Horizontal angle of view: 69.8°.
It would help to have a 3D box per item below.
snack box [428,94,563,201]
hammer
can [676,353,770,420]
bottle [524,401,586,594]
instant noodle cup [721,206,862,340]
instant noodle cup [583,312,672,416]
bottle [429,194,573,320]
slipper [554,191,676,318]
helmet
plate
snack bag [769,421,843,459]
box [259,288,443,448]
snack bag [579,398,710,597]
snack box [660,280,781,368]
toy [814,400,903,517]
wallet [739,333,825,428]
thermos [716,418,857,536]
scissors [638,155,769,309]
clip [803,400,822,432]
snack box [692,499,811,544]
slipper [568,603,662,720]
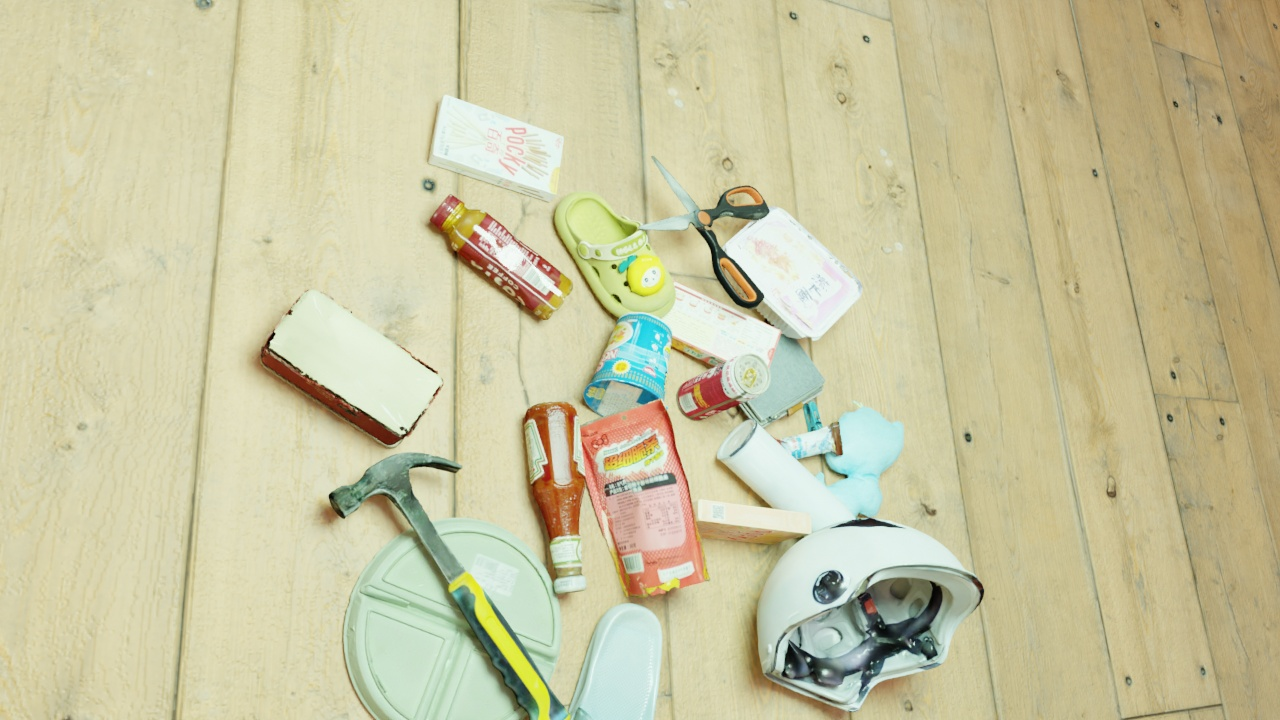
[{"bbox_3d":[-0.172,-0.254,1.107,0.156,0.027,0.084,14,68,-23],"label":"snack box"},{"bbox_3d":[-0.169,0.234,0.919,0.125,0.032,0.323,-34,92,-31],"label":"hammer"},{"bbox_3d":[0.098,0.033,1.099,0.053,0.133,0.053,9,70,-26],"label":"can"},{"bbox_3d":[-0.088,0.149,1.003,0.059,0.060,0.206,0,72,-29],"label":"bottle"},{"bbox_3d":[0.193,-0.107,1.223,0.173,0.060,0.137,45,58,5],"label":"instant noodle cup"},{"bbox_3d":[-0.006,0.006,1.081,0.099,0.099,0.109,27,55,-19],"label":"instant noodle cup"},{"bbox_3d":[-0.160,-0.120,1.052,0.175,0.058,0.057,39,60,-13],"label":"bottle"},{"bbox_3d":[-0.029,-0.130,1.108,0.091,0.082,0.190,-38,88,-20],"label":"slipper"},{"bbox_3d":[0.247,0.272,1.062,0.229,0.259,0.145,30,24,-34],"label":"helmet"},{"bbox_3d":[-0.183,0.274,0.935,0.230,0.028,0.230,9,71,-27],"label":"plate"},{"bbox_3d":[0.212,0.110,1.187,0.104,0.026,0.048,-8,89,-5],"label":"snack bag"},{"bbox_3d":[-0.289,0.006,0.931,0.168,0.078,0.091,37,61,-15],"label":"box"},{"bbox_3d":[0.002,0.157,1.028,0.073,0.129,0.208,-5,78,-65],"label":"snack bag"},{"bbox_3d":[0.095,-0.035,1.161,0.156,0.027,0.076,25,63,-4],"label":"snack box"},{"bbox_3d":[0.291,0.132,1.223,0.161,0.050,0.156,-11,86,-21],"label":"toy"},{"bbox_3d":[0.172,0.025,1.200,0.129,0.037,0.106,-27,77,-33],"label":"wallet"},{"bbox_3d":[0.196,0.172,1.148,0.224,0.073,0.073,43,59,-9],"label":"thermos"},{"bbox_3d":[0.089,-0.161,1.145,0.229,0.022,0.221,-16,77,-39],"label":"scissors"},{"bbox_3d":[0.231,0.082,1.223,0.014,0.046,0.057,-7,74,-28],"label":"clip"},{"bbox_3d":[0.115,0.193,1.087,0.157,0.085,0.026,12,66,-25],"label":"snack box"},{"bbox_3d":[-0.024,0.377,0.961,0.104,0.074,0.244,25,63,-21],"label":"slipper"}]
